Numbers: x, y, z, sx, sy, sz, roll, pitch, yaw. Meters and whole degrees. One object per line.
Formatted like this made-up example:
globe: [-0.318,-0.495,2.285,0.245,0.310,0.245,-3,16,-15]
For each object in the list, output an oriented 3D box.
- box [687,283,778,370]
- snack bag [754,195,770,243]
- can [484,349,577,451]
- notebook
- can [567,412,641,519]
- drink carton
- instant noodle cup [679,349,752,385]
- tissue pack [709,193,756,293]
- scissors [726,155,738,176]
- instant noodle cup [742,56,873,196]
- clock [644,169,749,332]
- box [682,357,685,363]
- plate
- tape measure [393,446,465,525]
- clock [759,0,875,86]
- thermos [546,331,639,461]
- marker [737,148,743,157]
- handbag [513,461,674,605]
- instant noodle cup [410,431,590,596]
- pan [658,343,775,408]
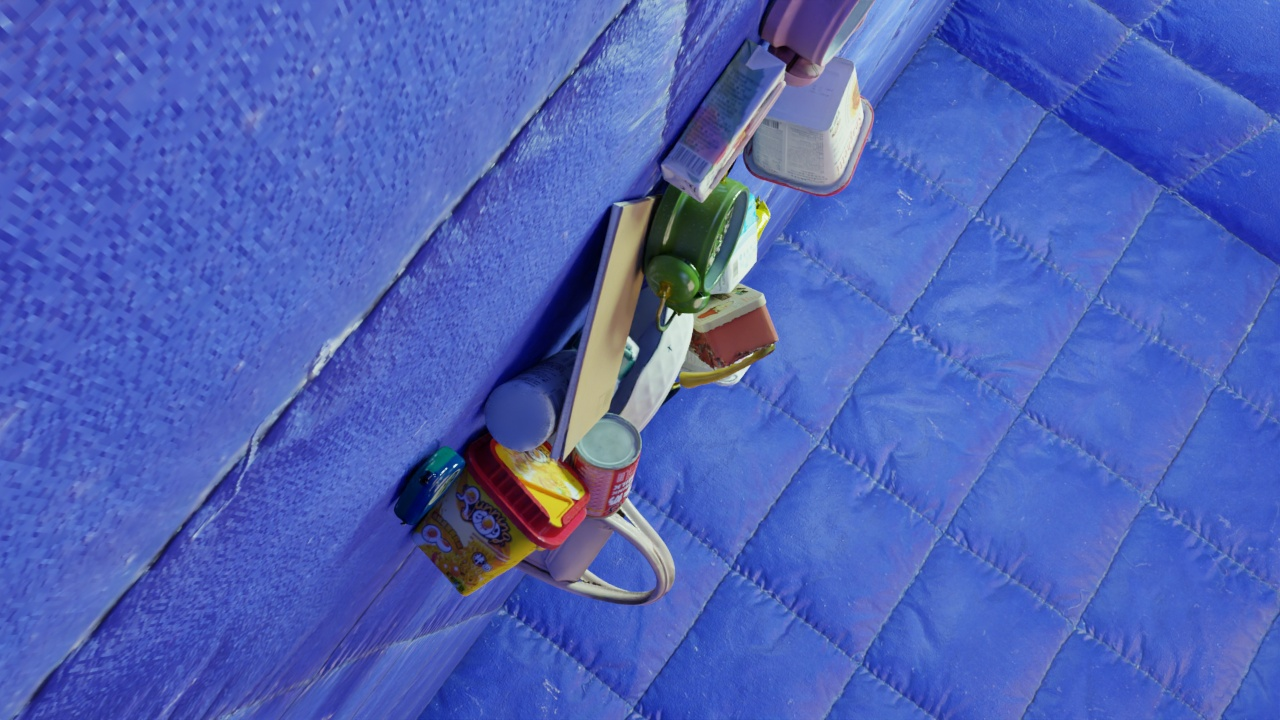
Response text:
box: [0.090,-0.040,1.077,0.091,0.077,0.168,-25,-162,-8]
snack bag: [0.087,-0.116,1.275,0.245,0.068,0.158,-49,172,-33]
can: [-0.080,0.031,0.793,0.058,0.058,0.146,-55,175,18]
notebook: [-0.024,-0.033,0.776,0.149,0.012,0.212,-43,150,-70]
can: [-0.038,0.104,0.884,0.066,0.066,0.094,-50,163,-40]
drink carton: [0.069,-0.191,0.740,0.122,0.045,0.053,-54,174,0]
instant noodle cup: [0.092,-0.046,1.365,0.137,0.173,0.060,-51,149,-34]
tissue pack: [0.091,-0.140,1.071,0.139,0.063,0.090,-48,139,-54]
scissors: [0.065,-0.161,0.923,0.162,0.012,0.174,-61,162,-5]
instant noodle cup: [0.164,-0.240,0.908,0.124,0.117,0.116,45,67,-74]
clock: [0.046,-0.101,0.819,0.161,0.056,0.116,-66,166,-1]
box: [-0.026,0.041,1.144,0.201,0.098,0.095,-52,176,-24]
plate: [-0.006,0.006,0.996,0.205,0.045,0.204,-55,-164,24]
tape measure: [-0.156,0.089,0.679,0.058,0.025,0.054,-52,178,34]
clock: [0.151,-0.290,0.753,0.117,0.060,0.159,-52,177,-13]
thermos: [-0.085,0.059,0.913,0.224,0.073,0.073,-54,175,2]
marker: [0.120,-0.247,1.000,0.145,0.017,0.017,-50,174,-37]
handbag: [-0.065,0.201,1.063,0.093,0.234,0.194,-46,171,-47]
instant noodle cup: [-0.129,0.136,0.823,0.124,0.116,0.115,-43,178,19]
pan: [0.030,0.050,1.257,0.358,0.078,0.197,-39,172,30]
